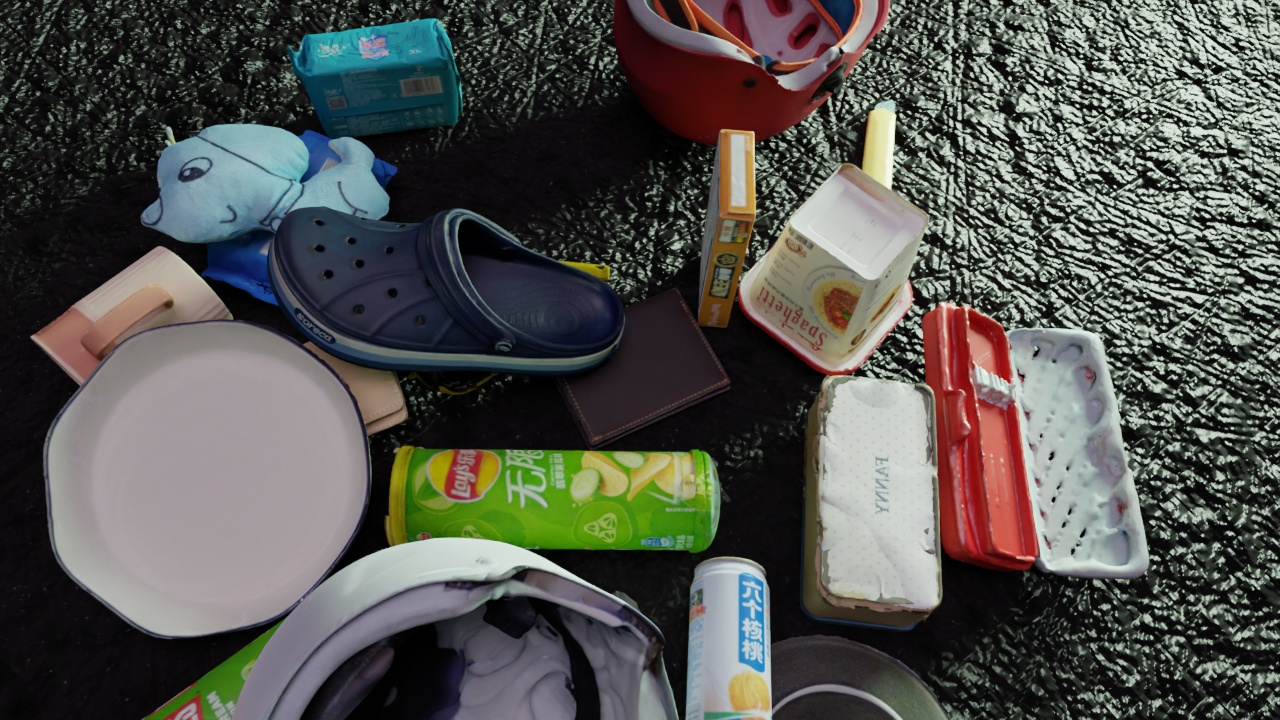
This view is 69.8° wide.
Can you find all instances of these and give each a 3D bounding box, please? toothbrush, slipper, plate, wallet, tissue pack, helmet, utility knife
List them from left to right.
[{"bbox_3d":[-0.281,0.076,0.610,0.205,0.045,0.204,1,84,-6],"label":"plate"},{"bbox_3d":[-0.269,-0.113,0.734,0.095,0.052,0.156,21,64,5],"label":"tissue pack"},{"bbox_3d":[-0.229,0.027,0.660,0.115,0.024,0.087,-23,81,4],"label":"wallet"},{"bbox_3d":[-0.220,-0.236,0.776,0.133,0.093,0.050,-10,68,-9],"label":"tissue pack"},{"bbox_3d":[-0.107,0.205,0.507,0.146,0.258,0.228,19,75,49],"label":"helmet"},{"bbox_3d":[-0.127,-0.050,0.635,0.252,0.095,0.105,12,50,-17],"label":"slipper"},{"bbox_3d":[-0.116,-0.082,0.720,0.190,0.017,0.015,6,47,-16],"label":"toothbrush"},{"bbox_3d":[-0.004,0.004,0.707,0.122,0.020,0.096,-23,71,-15],"label":"wallet"},{"bbox_3d":[0.083,-0.274,0.786,0.239,0.144,0.207,-21,66,-28],"label":"helmet"},{"bbox_3d":[0.124,0.264,0.579,0.179,0.024,0.179,1,64,-2],"label":"plate"},{"bbox_3d":[0.211,-0.173,0.807,0.031,0.018,0.166,13,65,-1],"label":"utility knife"}]

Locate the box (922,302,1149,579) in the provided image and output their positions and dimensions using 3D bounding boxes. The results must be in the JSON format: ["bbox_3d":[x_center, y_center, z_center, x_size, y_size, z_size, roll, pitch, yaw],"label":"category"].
[{"bbox_3d":[0.284,0.058,0.680,0.161,0.059,0.200,10,62,-11],"label":"box"}]

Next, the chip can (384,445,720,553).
[{"bbox_3d":[-0.057,0.095,0.628,0.221,0.073,0.072,0,63,-3],"label":"chip can"}]

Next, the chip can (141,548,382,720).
[{"bbox_3d":[-0.239,0.214,0.560,0.235,0.072,0.072,-35,70,-19],"label":"chip can"}]

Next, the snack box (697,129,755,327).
[{"bbox_3d":[0.062,-0.093,0.682,0.026,0.154,0.075,4,63,-1],"label":"snack box"}]

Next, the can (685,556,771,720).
[{"bbox_3d":[0.056,0.196,0.582,0.053,0.053,0.134,5,52,0],"label":"can"}]

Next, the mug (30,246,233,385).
[{"bbox_3d":[-0.358,-0.023,0.652,0.081,0.115,0.105,47,65,-9],"label":"mug"}]

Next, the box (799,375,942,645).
[{"bbox_3d":[0.160,0.103,0.643,0.090,0.062,0.184,8,65,2],"label":"box"}]

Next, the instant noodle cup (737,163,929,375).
[{"bbox_3d":[0.149,-0.071,0.692,0.116,0.124,0.116,38,68,15],"label":"instant noodle cup"}]

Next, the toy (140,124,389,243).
[{"bbox_3d":[-0.282,-0.130,0.684,0.156,0.050,0.161,41,66,10],"label":"toy"}]

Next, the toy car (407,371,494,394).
[{"bbox_3d":[-0.173,-0.027,0.700,0.156,0.041,0.071,32,66,15],"label":"toy car"}]
